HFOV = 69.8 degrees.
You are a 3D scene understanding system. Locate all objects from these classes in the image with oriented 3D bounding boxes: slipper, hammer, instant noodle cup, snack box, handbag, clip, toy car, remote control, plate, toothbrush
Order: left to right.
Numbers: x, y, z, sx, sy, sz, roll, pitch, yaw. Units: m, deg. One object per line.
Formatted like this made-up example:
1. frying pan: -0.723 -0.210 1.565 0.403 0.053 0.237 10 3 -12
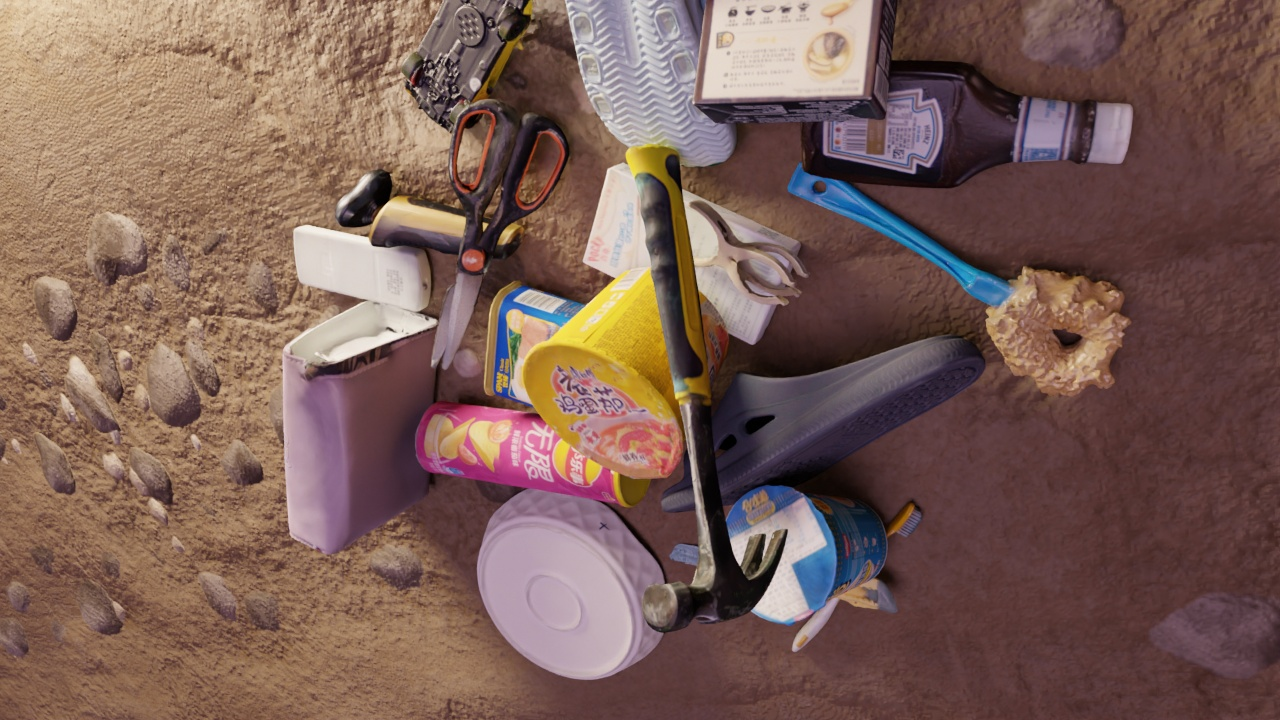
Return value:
1. handbag: -0.266 0.059 0.854 0.098 0.144 0.197 17 117 17
2. remote control: -0.261 -0.088 0.860 0.150 0.021 0.058 14 117 22
3. toy car: -0.131 -0.246 0.713 0.071 0.041 0.156 43 128 4
4. plate: -0.074 0.223 0.887 0.205 0.045 0.205 11 116 22
5. instant noodle cup: -0.004 0.004 0.699 0.138 0.109 0.138 23 143 19
6. slipper: 0.005 -0.245 0.623 0.104 0.074 0.246 5 130 32
7. snack box: 0.036 -0.083 0.708 0.157 0.026 0.085 27 121 14
8. hammer: 0.034 0.009 0.618 0.032 0.126 0.323 -19 74 40
9. clip: 0.070 -0.073 0.661 0.100 0.034 0.072 31 123 16
10. snack box: 0.097 -0.214 0.563 0.113 0.053 0.125 6 87 26
11. slipper: 0.122 0.037 0.686 0.269 0.110 0.083 -34 64 32
12. instant noodle cup: 0.132 0.143 0.698 0.099 0.109 0.099 -4 84 40
13. toothbrush: 0.176 0.186 0.761 0.018 0.016 0.192 30 121 3

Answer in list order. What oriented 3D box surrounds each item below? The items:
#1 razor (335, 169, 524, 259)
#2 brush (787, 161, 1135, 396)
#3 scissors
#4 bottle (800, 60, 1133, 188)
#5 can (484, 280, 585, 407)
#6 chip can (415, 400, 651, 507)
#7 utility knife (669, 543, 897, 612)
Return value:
1. razor: -0.179 -0.121 0.789 0.167 0.062 0.068 14 106 15
2. brush: 0.213 -0.064 0.624 0.255 0.045 0.083 35 127 14
3. scissors: -0.117 -0.091 0.745 0.141 0.021 0.235 -4 112 -9
4. bottle: 0.202 -0.149 0.584 0.195 0.043 0.080 8 129 20
5. can: -0.082 -0.007 0.784 0.083 0.057 0.102 18 119 16
6. chip can: -0.097 0.081 0.821 0.211 0.071 0.071 5 113 25
7. utility knife: 0.116 0.180 0.784 0.211 0.021 0.031 6 102 38
